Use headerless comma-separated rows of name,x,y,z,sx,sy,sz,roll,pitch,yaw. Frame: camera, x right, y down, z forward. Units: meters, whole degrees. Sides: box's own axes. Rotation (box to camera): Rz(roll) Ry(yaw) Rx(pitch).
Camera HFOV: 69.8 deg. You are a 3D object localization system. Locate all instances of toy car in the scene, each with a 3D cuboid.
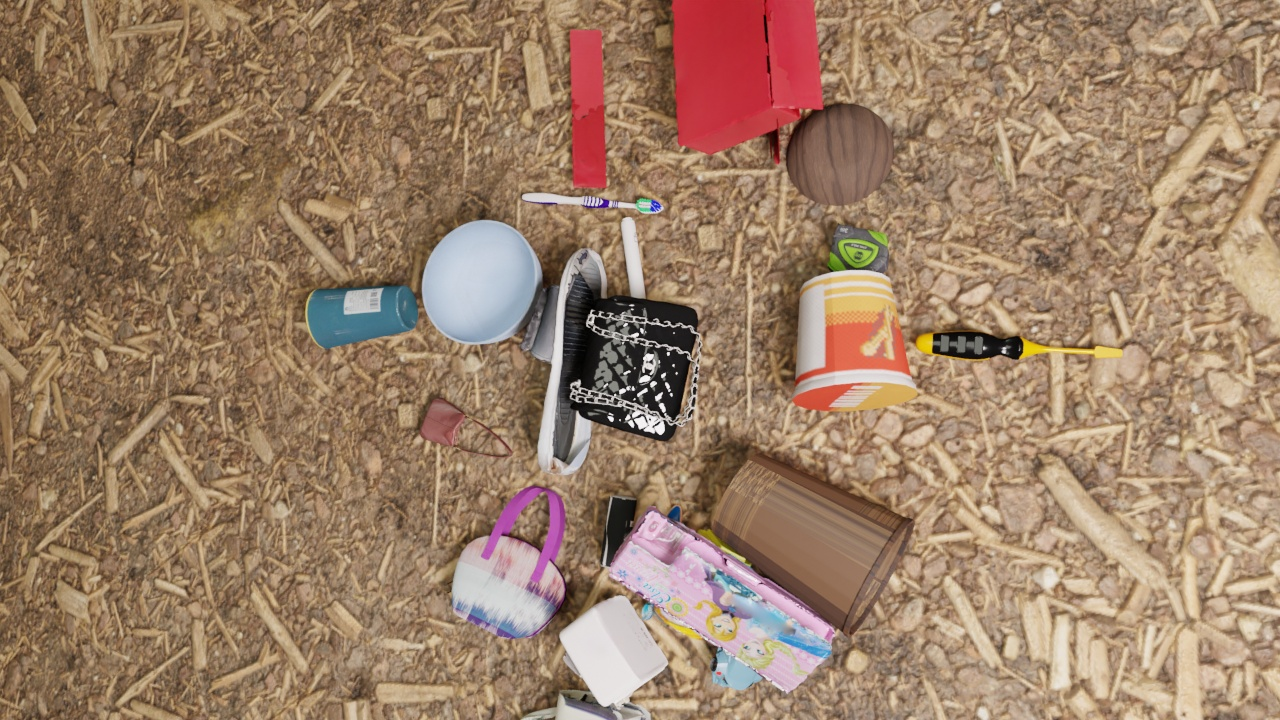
toy car,0.113,0.298,0.971,0.060,0.027,0.107,18,87,-20

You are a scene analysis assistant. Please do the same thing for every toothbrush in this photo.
toothbrush,0.384,-0.013,0.939,0.197,0.030,0.031,4,88,16
toothbrush,0.023,0.228,1.032,0.021,0.017,0.135,15,88,17
toothbrush,-0.061,-0.193,1.116,0.187,0.016,0.015,8,85,19

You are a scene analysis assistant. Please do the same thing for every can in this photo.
can,-0.025,0.195,1.044,0.031,0.031,0.080,7,85,19
can,0.066,0.241,0.989,0.068,0.067,0.105,32,94,19

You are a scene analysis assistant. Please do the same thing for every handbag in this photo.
handbag,-0.209,0.092,1.125,0.120,0.029,0.055,22,92,14
handbag,-0.142,0.228,1.068,0.145,0.068,0.170,20,83,19
handbag,-0.006,0.006,1.004,0.125,0.115,0.153,13,90,-11
handbag,-0.074,0.440,1.019,0.176,0.074,0.151,2,82,37

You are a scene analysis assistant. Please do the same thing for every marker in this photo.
marker,-0.007,-0.106,1.085,0.017,0.020,0.133,-12,79,20

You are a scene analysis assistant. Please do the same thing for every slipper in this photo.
slipper,-0.092,-0.001,1.057,0.063,0.111,0.263,3,88,25

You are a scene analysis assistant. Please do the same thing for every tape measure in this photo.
tape measure,0.238,-0.113,0.998,0.066,0.036,0.058,18,79,23

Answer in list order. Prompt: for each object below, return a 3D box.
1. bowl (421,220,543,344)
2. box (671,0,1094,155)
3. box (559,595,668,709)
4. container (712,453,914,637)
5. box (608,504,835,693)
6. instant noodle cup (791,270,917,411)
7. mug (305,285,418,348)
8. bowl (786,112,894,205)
bowl,-0.180,-0.087,1.110,0.151,0.074,0.150,-3,82,17
box,0.233,-0.350,0.943,0.426,0.128,0.212,-5,80,16
box,-0.043,0.327,0.995,0.102,0.108,0.102,-39,74,13
container,0.171,0.178,0.937,0.167,0.132,0.132,29,92,25
box,0.082,0.244,0.922,0.230,0.063,0.084,34,93,0
instant noodle cup,0.217,-0.020,0.953,0.123,0.123,0.121,-6,73,17
mug,-0.350,-0.060,1.165,0.121,0.078,0.078,-6,81,13
bowl,0.220,-0.234,1.020,0.119,0.032,0.119,-3,82,18
